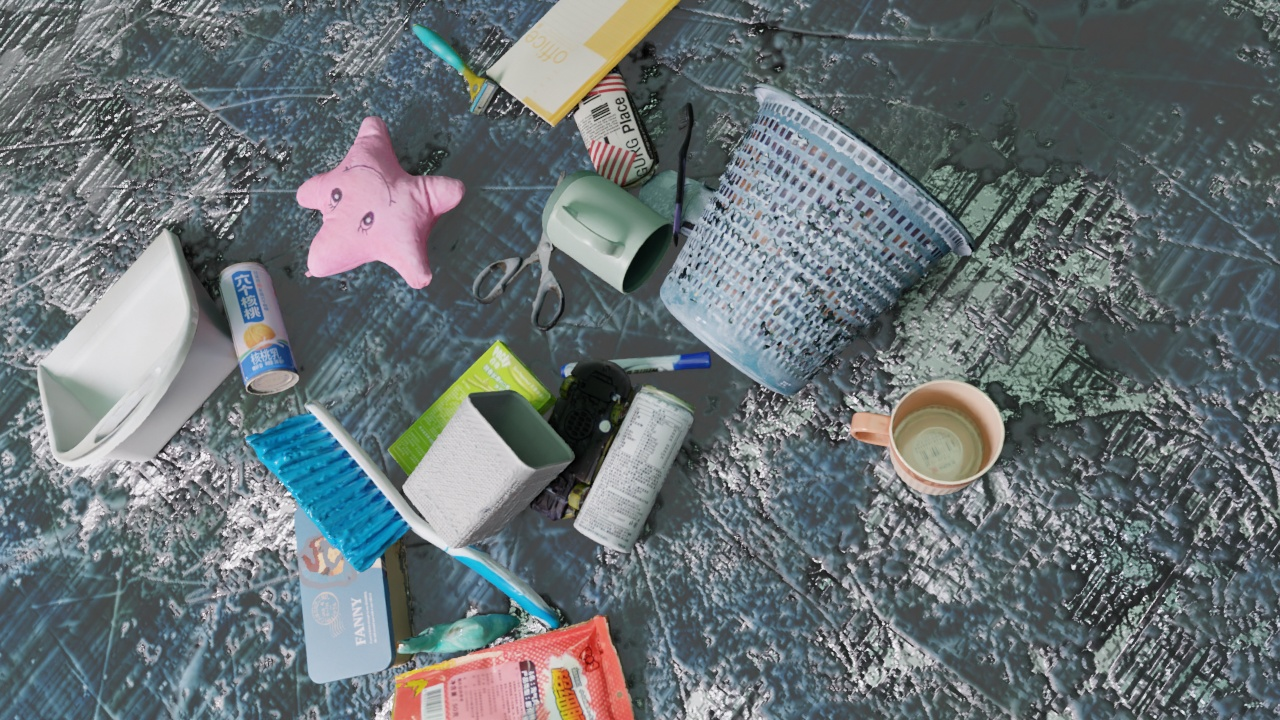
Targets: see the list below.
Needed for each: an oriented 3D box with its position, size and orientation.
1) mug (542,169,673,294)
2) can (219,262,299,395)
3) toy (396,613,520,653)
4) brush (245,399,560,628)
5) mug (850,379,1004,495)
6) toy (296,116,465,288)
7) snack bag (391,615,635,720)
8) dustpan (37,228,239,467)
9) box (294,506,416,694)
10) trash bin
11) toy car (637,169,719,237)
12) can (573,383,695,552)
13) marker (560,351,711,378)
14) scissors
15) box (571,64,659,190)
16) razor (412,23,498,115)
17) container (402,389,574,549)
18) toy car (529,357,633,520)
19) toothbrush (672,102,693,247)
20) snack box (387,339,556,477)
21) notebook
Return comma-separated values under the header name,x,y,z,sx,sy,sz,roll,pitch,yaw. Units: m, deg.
name,x,y,z,sx,sy,sz,roll,pitch,yaw
mug,-0.039,-0.124,0.865,0.106,0.111,0.082,37,109,13
can,-0.403,-0.035,0.965,0.053,0.053,0.134,-25,72,6
toy,-0.170,0.250,0.829,0.092,0.096,0.030,-22,71,26
brush,-0.213,0.155,0.827,0.109,0.061,0.314,-40,85,-24
mug,0.232,0.065,0.758,0.115,0.106,0.081,8,78,15
toy,-0.277,-0.146,0.951,0.194,0.074,0.178,41,89,18
snack bag,-0.111,0.310,0.807,0.208,0.073,0.128,-15,78,4
dustpan,-0.540,-0.009,0.948,0.258,0.142,0.222,41,88,18
box,-0.268,0.217,0.866,0.090,0.060,0.184,-17,71,9
trash bin,0.129,-0.088,0.781,0.226,0.226,0.195,42,101,19
toy car,0.053,-0.148,0.893,0.121,0.037,0.054,26,84,21
can,-0.004,0.098,0.833,0.058,0.058,0.146,23,83,18
marker,-0.005,0.005,0.878,0.146,0.017,0.017,-5,75,12
scissors,-0.098,-0.109,0.932,0.178,0.014,0.159,-24,72,6
box,-0.029,-0.241,0.934,0.070,0.056,0.164,-16,67,-5
razor,-0.205,-0.326,1.003,0.132,0.028,0.043,47,121,17
container,-0.138,0.098,0.814,0.090,0.090,0.114,47,108,16
toy car,-0.057,0.074,0.859,0.070,0.042,0.158,26,90,20
toothbrush,0.038,-0.183,0.889,0.017,0.014,0.188,-10,54,24
snack box,-0.164,0.063,0.897,0.156,0.026,0.086,-46,71,0
notebook,-0.055,-0.345,0.958,0.206,0.010,0.146,-45,52,0
